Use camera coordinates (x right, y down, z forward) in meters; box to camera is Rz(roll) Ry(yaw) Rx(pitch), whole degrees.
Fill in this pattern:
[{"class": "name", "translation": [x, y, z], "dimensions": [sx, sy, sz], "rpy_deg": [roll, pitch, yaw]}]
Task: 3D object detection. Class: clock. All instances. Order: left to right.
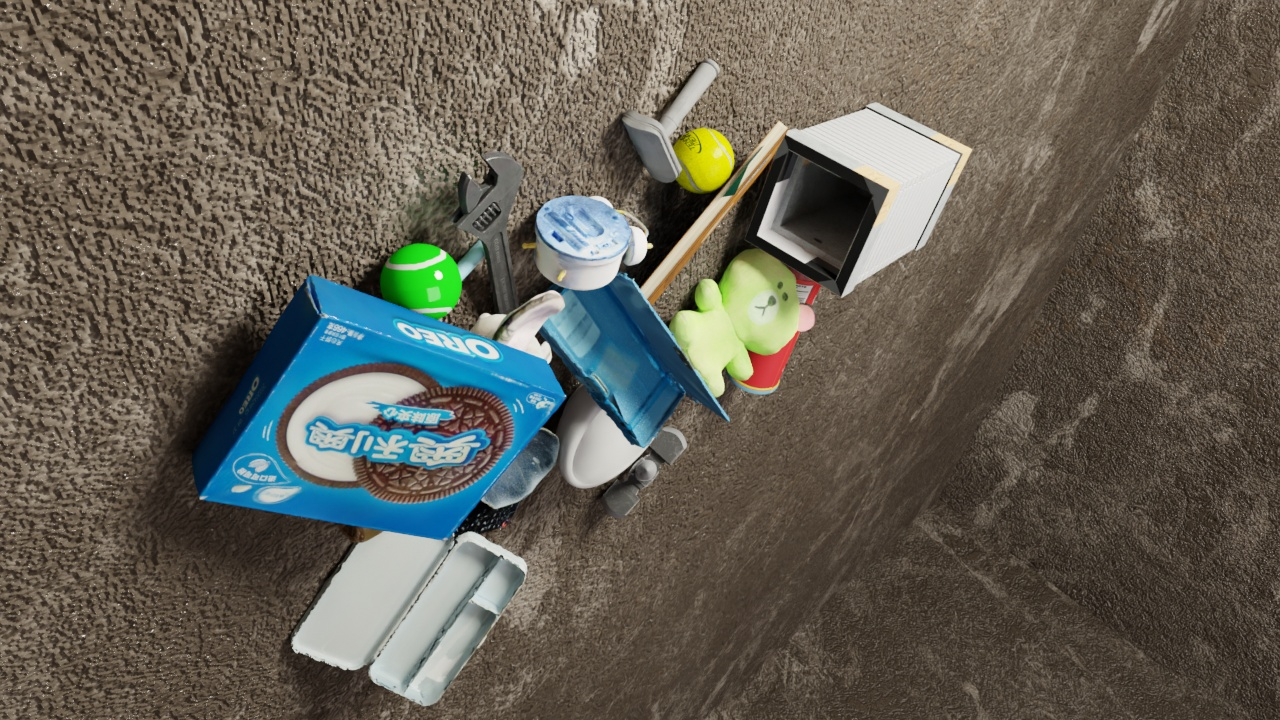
[{"class": "clock", "translation": [-0.045, -0.115, 0.867], "dimensions": [0.125, 0.089, 0.052], "rpy_deg": [-27, 149, -34]}]

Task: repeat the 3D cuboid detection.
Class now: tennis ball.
[{"class": "tennis ball", "translation": [-0.180, -0.063, 0.755], "dimensions": [0.065, 0.065, 0.065], "rpy_deg": [-36, 149, -26]}, {"class": "tennis ball", "translation": [0.063, -0.205, 0.943], "dimensions": [0.065, 0.065, 0.065], "rpy_deg": [-36, 149, -26]}]

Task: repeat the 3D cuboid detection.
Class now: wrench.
[{"class": "wrench", "translation": [-0.127, -0.087, 0.828], "dimensions": [0.073, 0.018, 0.274], "rpy_deg": [-39, 158, -21]}]

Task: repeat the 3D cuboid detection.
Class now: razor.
[{"class": "razor", "translation": [0.038, -0.244, 0.890], "dimensions": [0.116, 0.047, 0.088], "rpy_deg": [-55, 153, -9]}]

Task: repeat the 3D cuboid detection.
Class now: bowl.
[{"class": "bowl", "translation": [-0.147, 0.107, 1.021], "dimensions": [0.110, 0.055, 0.110], "rpy_deg": [-36, 149, -25]}, {"class": "bowl", "translation": [-0.043, 0.067, 1.114], "dimensions": [0.176, 0.066, 0.177], "rpy_deg": [-36, 149, -26]}]

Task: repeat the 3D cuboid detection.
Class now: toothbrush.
[{"class": "toothbrush", "translation": [-0.175, -0.065, 0.816], "dimensions": [0.155, 0.016, 0.022], "rpy_deg": [-48, 142, -7]}]

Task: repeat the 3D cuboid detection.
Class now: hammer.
[{"class": "hammer", "translation": [0.006, 0.142, 1.174], "dimensions": [0.156, 0.043, 0.322], "rpy_deg": [-48, 175, -6]}]

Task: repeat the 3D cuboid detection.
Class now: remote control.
[{"class": "remote control", "translation": [-0.202, 0.186, 1.075], "dimensions": [0.150, 0.022, 0.047], "rpy_deg": [-5, 128, -56]}]

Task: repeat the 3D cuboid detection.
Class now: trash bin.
[{"class": "trash bin", "translation": [0.273, -0.207, 1.141], "dimensions": [0.246, 0.142, 0.143], "rpy_deg": [-29, 146, -45]}]

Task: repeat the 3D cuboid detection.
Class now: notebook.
[{"class": "notebook", "translation": [0.078, -0.155, 0.998], "dimensions": [0.249, 0.014, 0.178], "rpy_deg": [-51, 179, 0]}]

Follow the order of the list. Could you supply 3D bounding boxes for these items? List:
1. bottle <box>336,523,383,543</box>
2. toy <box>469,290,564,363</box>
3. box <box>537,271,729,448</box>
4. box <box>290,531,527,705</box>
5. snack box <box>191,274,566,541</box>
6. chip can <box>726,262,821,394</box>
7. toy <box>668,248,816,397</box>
[{"class": "bottle", "translation": [-0.225, 0.119, 0.918], "dimensions": [0.165, 0.059, 0.060], "rpy_deg": [-29, 145, -38]}, {"class": "toy", "translation": [-0.132, 0.002, 0.870], "dimensions": [0.159, 0.084, 0.194], "rpy_deg": [-22, 161, -1]}, {"class": "box", "translation": [-0.004, 0.005, 0.961], "dimensions": [0.094, 0.112, 0.231], "rpy_deg": [-50, 131, -18]}, {"class": "box", "translation": [-0.249, 0.266, 0.997], "dimensions": [0.191, 0.045, 0.209], "rpy_deg": [30, 99, -22]}, {"class": "snack box", "translation": [-0.211, 0.052, 0.760], "dimensions": [0.238, 0.056, 0.196], "rpy_deg": [21, 117, -43]}, {"class": "chip can", "translation": [0.189, -0.058, 1.286], "dimensions": [0.086, 0.087, 0.214], "rpy_deg": [-24, 143, -41]}, {"class": "toy", "translation": [0.123, -0.053, 1.175], "dimensions": [0.196, 0.107, 0.150], "rpy_deg": [-34, 105, -23]}]
